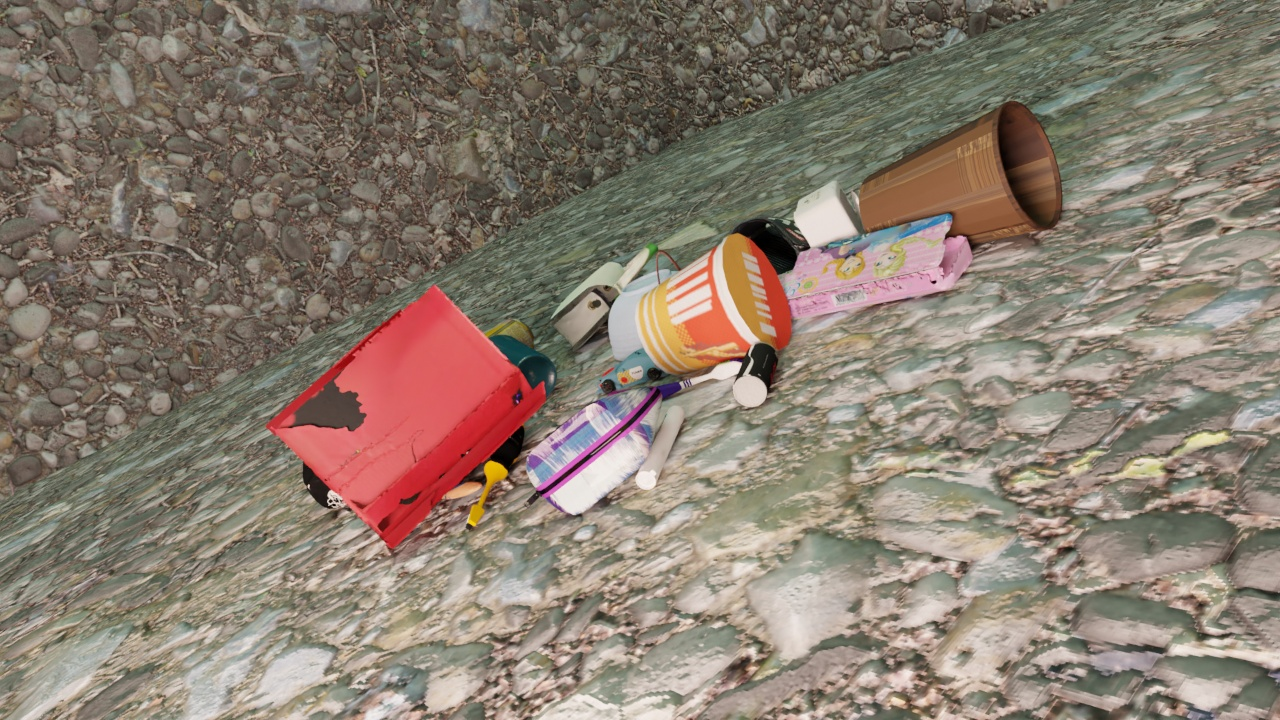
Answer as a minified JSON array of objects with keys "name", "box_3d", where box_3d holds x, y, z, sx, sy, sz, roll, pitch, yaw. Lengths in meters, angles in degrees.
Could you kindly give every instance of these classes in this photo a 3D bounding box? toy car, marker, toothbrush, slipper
[{"name":"toy car","box_3d":[-0.006,0.006,1.035,0.108,0.027,0.060,-17,18,27]},{"name":"marker","box_3d":[0.020,0.071,0.803,0.020,0.017,0.133,-48,5,27]},{"name":"toothbrush","box_3d":[-0.208,0.135,0.950,0.135,0.017,0.021,-8,27,40]},{"name":"toothbrush","box_3d":[-0.143,0.108,0.914,0.031,0.031,0.196,-53,10,22]},{"name":"slipper","box_3d":[0.149,-0.135,1.120,0.111,0.063,0.263,25,42,32]},{"name":"toothbrush","box_3d":[0.019,0.033,0.937,0.187,0.015,0.016,-20,12,19]}]

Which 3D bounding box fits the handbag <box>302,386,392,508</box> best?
[{"name":"handbag","box_3d":[-0.305,0.115,1.074,0.154,0.115,0.125,-18,40,10]}]

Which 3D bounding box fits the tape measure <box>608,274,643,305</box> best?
[{"name":"tape measure","box_3d":[-0.029,-0.107,1.422,0.065,0.036,0.059,-32,26,-36]}]

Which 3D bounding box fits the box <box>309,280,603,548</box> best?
[{"name":"box","box_3d":[-0.168,0.060,0.804,0.212,0.128,0.426,-44,12,-18]}]

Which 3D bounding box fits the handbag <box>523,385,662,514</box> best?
[{"name":"handbag","box_3d":[-0.036,0.066,0.829,0.145,0.068,0.169,-39,4,13]}]

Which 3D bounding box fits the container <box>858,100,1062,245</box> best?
[{"name":"container","box_3d":[0.329,-0.176,0.963,0.168,0.132,0.131,-16,17,47]}]

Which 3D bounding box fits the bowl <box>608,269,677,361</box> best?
[{"name":"bowl","box_3d":[0.021,-0.067,1.143,0.151,0.075,0.150,-22,15,6]}]

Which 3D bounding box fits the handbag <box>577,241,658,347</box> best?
[{"name":"handbag","box_3d":[-0.036,-0.096,1.288,0.176,0.074,0.151,-40,10,15]}]

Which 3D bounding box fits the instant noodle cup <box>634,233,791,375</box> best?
[{"name":"instant noodle cup","box_3d":[0.071,-0.049,0.948,0.121,0.123,0.123,-24,14,32]}]

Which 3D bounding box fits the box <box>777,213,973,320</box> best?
[{"name":"box","box_3d":[0.219,-0.093,0.957,0.231,0.063,0.084,-10,21,40]}]

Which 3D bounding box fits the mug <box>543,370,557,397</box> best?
[{"name":"mug","box_3d":[-0.156,0.013,1.161,0.078,0.078,0.121,-31,22,-21]}]

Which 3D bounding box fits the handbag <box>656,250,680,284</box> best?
[{"name":"handbag","box_3d":[0.044,-0.069,1.030,0.055,0.119,0.029,-21,16,13]}]

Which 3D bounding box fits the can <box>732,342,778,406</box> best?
[{"name":"can","box_3d":[0.107,0.012,0.843,0.032,0.031,0.080,-18,17,23]}]

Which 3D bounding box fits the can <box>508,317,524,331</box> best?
[{"name":"can","box_3d":[-0.206,-0.010,1.310,0.068,0.068,0.104,-11,20,39]}]

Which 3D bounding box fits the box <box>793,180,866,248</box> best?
[{"name":"box","box_3d":[0.244,-0.156,1.048,0.102,0.102,0.107,-30,13,24]}]
